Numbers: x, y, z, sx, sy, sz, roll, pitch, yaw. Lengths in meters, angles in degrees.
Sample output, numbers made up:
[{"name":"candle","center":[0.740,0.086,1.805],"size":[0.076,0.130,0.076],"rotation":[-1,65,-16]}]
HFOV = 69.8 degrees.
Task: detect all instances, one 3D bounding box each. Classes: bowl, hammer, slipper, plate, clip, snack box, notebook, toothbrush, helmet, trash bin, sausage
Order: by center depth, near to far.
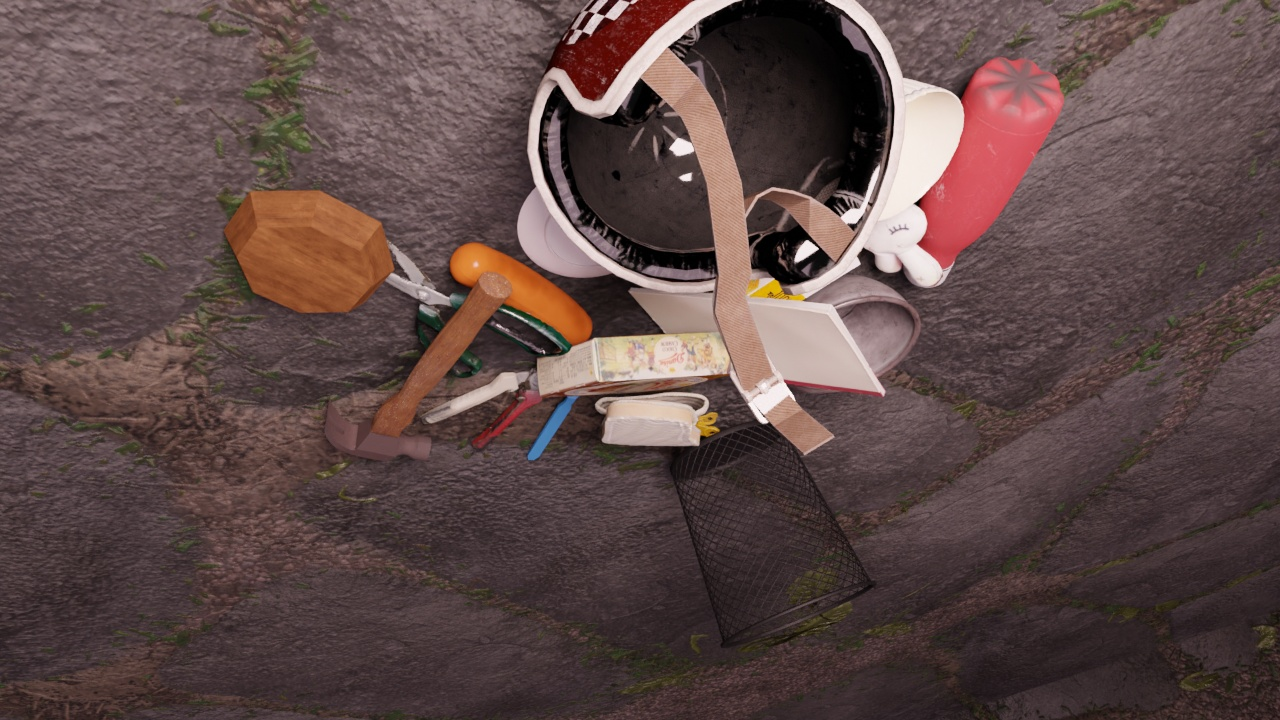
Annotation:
[{"name":"helmet","center":[0.051,-0.136,0.590],"size":[0.233,0.253,0.234],"rotation":[36,95,-29]},{"name":"plate","center":[-0.264,-0.079,0.728],"size":[0.131,0.025,0.131],"rotation":[-1,141,-1]},{"name":"bowl","center":[0.192,-0.176,0.734],"size":[0.115,0.062,0.115],"rotation":[-24,142,-21]},{"name":"plate","center":[-0.038,-0.116,0.789],"size":[0.134,0.011,0.135],"rotation":[-9,142,-8]},{"name":"sausage","center":[-0.100,-0.057,0.819],"size":[0.045,0.039,0.164],"rotation":[-29,141,26]},{"name":"hammer","center":[-0.199,0.015,0.836],"size":[0.115,0.033,0.324],"rotation":[16,144,-28]},{"name":"notebook","center":[0.107,-0.017,0.856],"size":[0.209,0.012,0.153],"rotation":[9,155,37]},{"name":"snack box","center":[-0.005,0.005,0.862],"size":[0.146,0.041,0.143],"rotation":[-3,173,-27]},{"name":"slipper","center":[0.012,0.058,0.925],"size":[0.114,0.054,0.273],"rotation":[-3,171,3]},{"name":"bowl","center":[0.200,-0.036,0.926],"size":[0.145,0.067,0.145],"rotation":[-9,142,-8]},{"name":"toothbrush","center":[-0.092,0.061,0.996],"size":[0.016,0.014,0.167],"rotation":[7,141,-26]},{"name":"trash bin","center":[0.138,0.192,1.049],"size":[0.184,0.210,0.184],"rotation":[-19,157,-8]},{"name":"clip","center":[0.068,0.071,1.062],"size":[0.046,0.037,0.053],"rotation":[5,138,-5]}]

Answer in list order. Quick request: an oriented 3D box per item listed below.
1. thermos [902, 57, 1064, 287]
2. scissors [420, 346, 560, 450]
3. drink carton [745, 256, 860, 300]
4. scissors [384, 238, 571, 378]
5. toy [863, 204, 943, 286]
[{"name":"thermos","center":[0.286,-0.150,0.809],"size":[0.073,0.073,0.240],"rotation":[-8,148,-10]},{"name":"scissors","center":[-0.136,0.037,0.945],"size":[0.179,0.015,0.187],"rotation":[-5,140,-14]},{"name":"drink carton","center":[0.137,-0.089,0.845],"size":[0.123,0.058,0.040],"rotation":[-33,139,22]},{"name":"scissors","center":[-0.176,-0.034,0.818],"size":[0.206,0.015,0.180],"rotation":[29,148,-18]},{"name":"toy","center":[0.225,-0.117,0.835],"size":[0.038,0.079,0.122],"rotation":[-49,121,-20]}]
